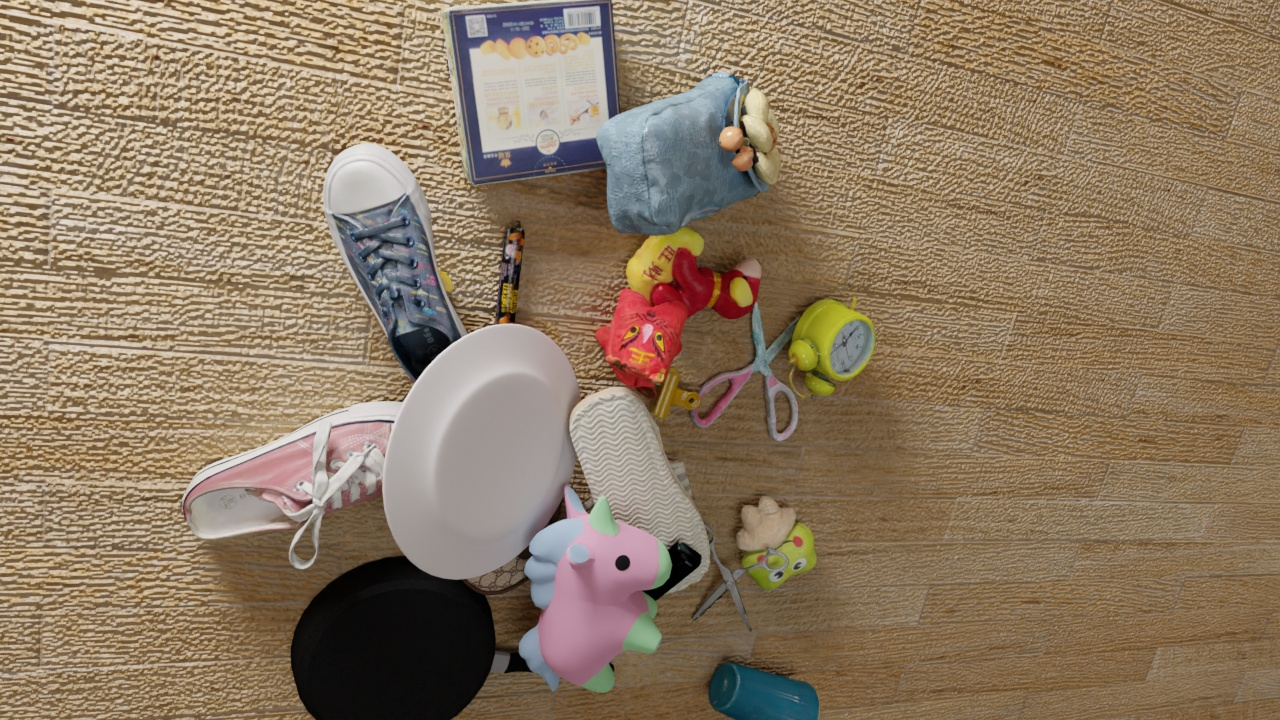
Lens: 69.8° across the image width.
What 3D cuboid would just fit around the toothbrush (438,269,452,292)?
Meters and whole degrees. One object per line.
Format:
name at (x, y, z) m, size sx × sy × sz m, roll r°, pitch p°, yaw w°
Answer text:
toothbrush at (-0.208, -0.115, 0.814) m, size 0.021 × 0.016 × 0.135 m, roll -36°, pitch 116°, yaw -4°

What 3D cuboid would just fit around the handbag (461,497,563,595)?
handbag at (-0.138, 0.154, 0.918) m, size 0.138 × 0.063 × 0.166 m, roll -32°, pitch 119°, yaw -19°

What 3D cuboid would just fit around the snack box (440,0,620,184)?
snack box at (-0.091, -0.235, 0.800) m, size 0.144 × 0.042 × 0.145 m, roll -11°, pitch 113°, yaw -19°

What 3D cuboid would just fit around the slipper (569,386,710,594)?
slipper at (-0.001, 0.139, 0.966) m, size 0.114 × 0.054 × 0.273 m, roll -27°, pitch 121°, yaw -6°

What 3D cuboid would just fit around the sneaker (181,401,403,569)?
sneaker at (-0.285, 0.107, 0.821) m, size 0.240 × 0.088 × 0.118 m, roll -18°, pitch 115°, yaw -14°

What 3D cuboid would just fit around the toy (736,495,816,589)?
toy at (0.154, 0.208, 1.061) m, size 0.092 × 0.043 × 0.118 m, roll -26°, pitch 114°, yaw -4°

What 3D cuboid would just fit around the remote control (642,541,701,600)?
remote control at (0.002, 0.253, 0.989) m, size 0.152 × 0.020 × 0.041 m, roll -43°, pitch 121°, yaw 13°

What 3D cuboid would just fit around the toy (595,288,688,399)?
toy at (-0.005, 0.005, 0.891) m, size 0.088 × 0.093 × 0.133 m, roll 8°, pitch 145°, yaw 2°

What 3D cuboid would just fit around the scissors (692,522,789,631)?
scissors at (0.097, 0.239, 1.049) m, size 0.142 × 0.014 × 0.175 m, roll -30°, pitch 105°, yaw 19°

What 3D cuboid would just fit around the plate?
plate at (-0.131, 0.087, 0.845) m, size 0.241 × 0.016 × 0.243 m, roll -22°, pitch 119°, yaw -47°

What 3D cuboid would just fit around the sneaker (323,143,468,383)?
sneaker at (-0.208, -0.064, 0.785) m, size 0.087 × 0.079 × 0.236 m, roll -15°, pitch 118°, yaw 3°

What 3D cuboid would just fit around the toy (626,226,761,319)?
toy at (0.051, -0.074, 0.909) m, size 0.137 × 0.067 × 0.106 m, roll 16°, pitch 109°, yaw -18°

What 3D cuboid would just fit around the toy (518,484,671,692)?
toy at (-0.060, 0.242, 0.922) m, size 0.171 × 0.120 × 0.222 m, roll 37°, pitch 108°, yaw -21°

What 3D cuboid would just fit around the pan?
pan at (-0.181, 0.318, 0.966) m, size 0.355 × 0.044 × 0.204 m, roll 16°, pitch 101°, yaw -25°

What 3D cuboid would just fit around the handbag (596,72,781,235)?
handbag at (0.056, -0.185, 0.819) m, size 0.191 × 0.119 × 0.122 m, roll -31°, pitch 121°, yaw -43°

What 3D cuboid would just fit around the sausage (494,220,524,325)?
sausage at (-0.126, -0.056, 0.865) m, size 0.020 × 0.020 × 0.155 m, roll 2°, pitch 108°, yaw -23°

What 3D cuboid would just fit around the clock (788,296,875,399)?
clock at (0.199, -0.011, 0.986) m, size 0.119 × 0.057 × 0.083 m, roll -47°, pitch 129°, yaw -10°

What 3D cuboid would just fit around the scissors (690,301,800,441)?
scissors at (0.135, 0.023, 1.005) m, size 0.170 × 0.014 × 0.168 m, roll -49°, pitch 118°, yaw -4°

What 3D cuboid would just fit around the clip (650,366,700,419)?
clip at (0.037, 0.036, 0.962) m, size 0.048 × 0.045 × 0.054 m, roll 4°, pitch 108°, yaw -50°

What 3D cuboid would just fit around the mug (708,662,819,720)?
mug at (0.147, 0.414, 1.119) m, size 0.121 × 0.078 × 0.078 m, roll 27°, pitch 97°, yaw -23°
